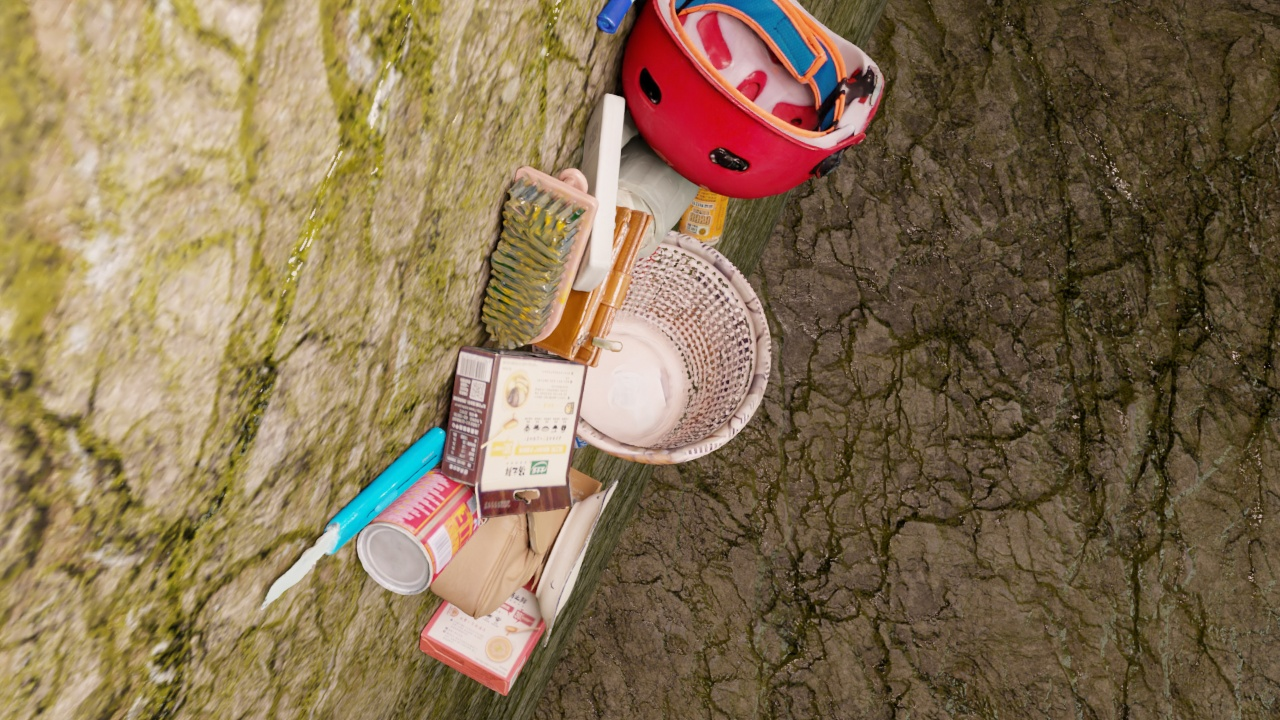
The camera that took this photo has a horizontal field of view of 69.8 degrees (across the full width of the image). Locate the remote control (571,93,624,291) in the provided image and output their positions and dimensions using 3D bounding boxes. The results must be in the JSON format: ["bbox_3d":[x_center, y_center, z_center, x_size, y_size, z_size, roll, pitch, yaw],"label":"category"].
[{"bbox_3d":[-0.031,-0.129,0.705,0.058,0.021,0.149,142,-45,-65],"label":"remote control"}]

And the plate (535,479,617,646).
[{"bbox_3d":[-0.077,0.211,0.998,0.163,0.034,0.164,-57,169,-75],"label":"plate"}]

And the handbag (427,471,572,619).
[{"bbox_3d":[-0.133,0.175,0.946,0.148,0.100,0.204,-60,178,15],"label":"handbag"}]

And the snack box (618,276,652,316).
[{"bbox_3d":[-0.016,-0.076,1.163,0.077,0.027,0.156,-63,171,-5],"label":"snack box"}]

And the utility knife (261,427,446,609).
[{"bbox_3d":[-0.196,0.106,0.651,0.207,0.018,0.034,-49,163,-56],"label":"utility knife"}]

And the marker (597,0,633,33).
[{"bbox_3d":[0.009,-0.300,0.678,0.145,0.017,0.017,-61,171,-17],"label":"marker"}]

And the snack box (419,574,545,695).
[{"bbox_3d":[-0.170,0.297,1.051,0.126,0.113,0.044,-56,167,-41],"label":"snack box"}]

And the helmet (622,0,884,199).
[{"bbox_3d":[0.070,-0.212,0.745,0.144,0.207,0.239,-48,-179,43],"label":"helmet"}]

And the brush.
[{"bbox_3d":[-0.077,-0.072,0.689,0.072,0.063,0.146,-57,170,-51],"label":"brush"}]

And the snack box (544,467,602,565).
[{"bbox_3d":[-0.114,0.180,1.111,0.094,0.093,0.076,-68,171,26],"label":"snack box"}]

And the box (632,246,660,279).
[{"bbox_3d":[0.023,-0.194,1.005,0.201,0.050,0.160,-64,168,-2],"label":"box"}]

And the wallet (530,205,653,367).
[{"bbox_3d":[-0.046,-0.065,0.746,0.035,0.119,0.130,21,90,-44],"label":"wallet"}]

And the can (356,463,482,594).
[{"bbox_3d":[-0.168,0.129,0.720,0.093,0.066,0.067,-51,165,-57],"label":"can"}]

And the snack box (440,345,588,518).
[{"bbox_3d":[-0.098,0.056,0.741,0.113,0.053,0.125,6,96,-54],"label":"snack box"}]

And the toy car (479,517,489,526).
[{"bbox_3d":[-0.136,0.083,0.821,0.158,0.042,0.070,-63,-161,-1],"label":"toy car"}]

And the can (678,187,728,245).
[{"bbox_3d":[0.086,-0.222,1.170,0.058,0.058,0.146,-53,158,-51],"label":"can"}]

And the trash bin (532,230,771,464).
[{"bbox_3d":[-0.005,0.005,0.931,0.227,0.227,0.192,-61,-176,-18],"label":"trash bin"}]

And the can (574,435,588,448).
[{"bbox_3d":[-0.081,0.068,1.108,0.053,0.053,0.135,-62,171,-15],"label":"can"}]

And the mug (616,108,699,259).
[{"bbox_3d":[-0.002,-0.166,0.819,0.103,0.084,0.124,-60,149,-48],"label":"mug"}]
